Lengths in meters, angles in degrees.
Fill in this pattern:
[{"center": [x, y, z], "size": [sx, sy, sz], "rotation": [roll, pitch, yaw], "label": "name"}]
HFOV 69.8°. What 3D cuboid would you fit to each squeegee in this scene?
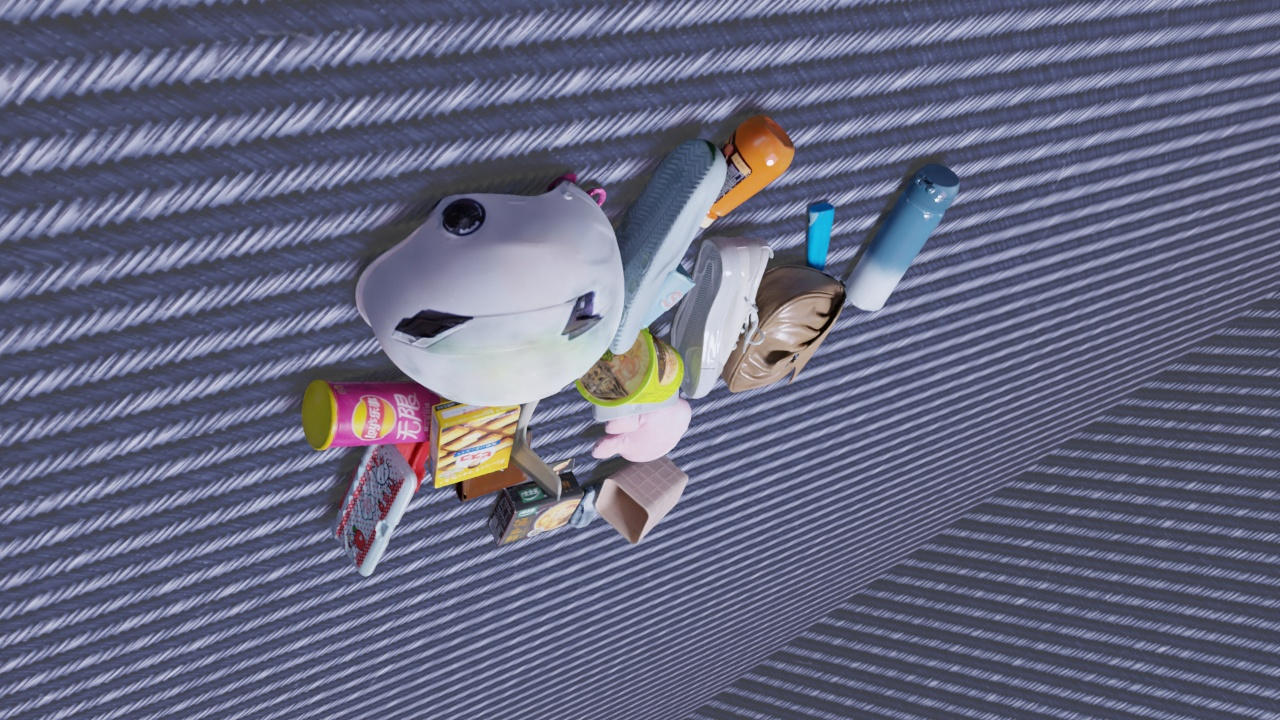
[{"center": [-0.089, 0.009, 1.044], "size": [0.039, 0.247, 0.246], "rotation": [37, 83, -31], "label": "squeegee"}]

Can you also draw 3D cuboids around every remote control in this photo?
[{"center": [-0.006, 0.045, 1.233], "size": [0.135, 0.020, 0.056], "rotation": [-10, 110, -33], "label": "remote control"}]

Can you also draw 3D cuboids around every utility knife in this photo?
[{"center": [0.230, -0.150, 1.195], "size": [0.034, 0.018, 0.159], "rotation": [-24, 151, -8], "label": "utility knife"}]

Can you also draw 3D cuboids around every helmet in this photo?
[{"center": [-0.128, -0.038, 0.883], "size": [0.258, 0.145, 0.230], "rotation": [-16, 149, -17], "label": "helmet"}]

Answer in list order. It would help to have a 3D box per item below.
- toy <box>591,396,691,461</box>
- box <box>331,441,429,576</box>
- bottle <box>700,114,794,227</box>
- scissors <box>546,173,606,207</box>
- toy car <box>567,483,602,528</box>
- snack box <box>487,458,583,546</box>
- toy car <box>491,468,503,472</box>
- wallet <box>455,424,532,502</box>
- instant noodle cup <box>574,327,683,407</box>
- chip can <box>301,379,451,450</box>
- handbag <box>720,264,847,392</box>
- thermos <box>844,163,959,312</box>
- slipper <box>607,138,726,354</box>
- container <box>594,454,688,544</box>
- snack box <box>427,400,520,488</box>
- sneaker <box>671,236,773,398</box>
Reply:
[{"center": [0.002, 0.098, 1.302], "size": [0.159, 0.054, 0.121], "rotation": [1, 129, -44], "label": "toy"}, {"center": [-0.294, 0.164, 1.079], "size": [0.095, 0.101, 0.202], "rotation": [-3, 139, -39], "label": "box"}, {"center": [0.093, -0.190, 0.974], "size": [0.150, 0.066, 0.066], "rotation": [-42, 149, 29], "label": "bottle"}, {"center": [-0.099, -0.136, 0.916], "size": [0.138, 0.017, 0.083], "rotation": [-37, 150, 14], "label": "scissors"}, {"center": [-0.085, 0.225, 1.427], "size": [0.042, 0.034, 0.091], "rotation": [-3, 137, -36], "label": "toy car"}, {"center": [-0.151, 0.206, 1.328], "size": [0.113, 0.053, 0.126], "rotation": [-11, 148, -32], "label": "snack box"}, {"center": [-0.205, 0.110, 1.111], "size": [0.090, 0.042, 0.035], "rotation": [28, 80, -20], "label": "toy car"}, {"center": [-0.191, 0.136, 1.203], "size": [0.101, 0.032, 0.125], "rotation": [-20, 148, -25], "label": "wallet"}, {"center": [-0.007, 0.007, 1.126], "size": [0.112, 0.111, 0.123], "rotation": [-43, 157, 16], "label": "instant noodle cup"}, {"center": [-0.250, 0.056, 0.993], "size": [0.210, 0.071, 0.072], "rotation": [1, 136, -43], "label": "chip can"}, {"center": [0.189, -0.035, 1.239], "size": [0.147, 0.099, 0.205], "rotation": [-12, 148, -28], "label": "handbag"}, {"center": [0.352, -0.164, 1.240], "size": [0.070, 0.070, 0.221], "rotation": [-11, 143, -33], "label": "thermos"}, {"center": [0.023, -0.117, 0.966], "size": [0.074, 0.104, 0.246], "rotation": [13, 121, -36], "label": "slipper"}, {"center": [0.005, 0.202, 1.401], "size": [0.110, 0.090, 0.090], "rotation": [-34, 155, -41], "label": "container"}, {"center": [-0.182, 0.085, 0.992], "size": [0.086, 0.033, 0.141], "rotation": [-14, 154, -24], "label": "snack box"}, {"center": [0.105, -0.055, 1.147], "size": [0.090, 0.089, 0.243], "rotation": [-11, 137, -25], "label": "sneaker"}]
